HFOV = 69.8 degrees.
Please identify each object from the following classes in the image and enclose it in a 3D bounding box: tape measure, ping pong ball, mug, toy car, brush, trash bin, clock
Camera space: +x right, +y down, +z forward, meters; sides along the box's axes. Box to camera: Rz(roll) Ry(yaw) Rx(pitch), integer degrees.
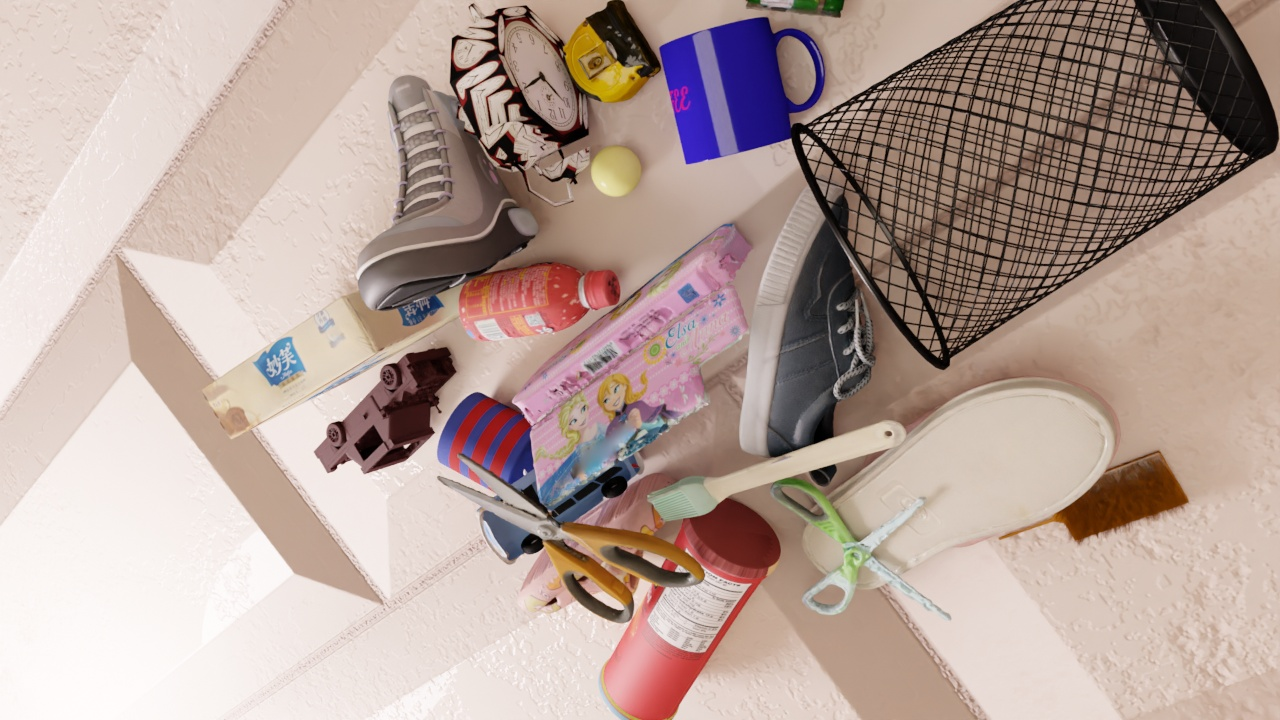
[{"bbox_3d":[-0.026,-0.231,0.703,0.064,0.037,0.065,-29,95,29],"label":"tape measure"},{"bbox_3d":[-0.019,-0.150,0.727,0.040,0.040,0.040,8,111,22],"label":"ping pong ball"},{"bbox_3d":[0.077,-0.195,0.653,0.111,0.079,0.083,-15,103,-1],"label":"mug"},{"bbox_3d":[-0.071,0.112,0.797,0.056,0.153,0.055,63,162,-18],"label":"toy car"},{"bbox_3d":[0.099,0.085,0.701,0.218,0.012,0.033,-23,114,30],"label":"brush"},{"bbox_3d":[-0.135,0.090,0.854,0.076,0.074,0.112,26,143,14],"label":"mug"},{"bbox_3d":[0.328,0.111,0.675,0.127,0.017,0.048,-30,94,30],"label":"brush"},{"bbox_3d":[0.230,-0.126,0.552,0.211,0.183,0.184,-32,93,24],"label":"trash bin"},{"bbox_3d":[-0.241,0.058,0.883,0.170,0.070,0.062,-40,77,30],"label":"toy car"},{"bbox_3d":[-0.092,-0.186,0.700,0.065,0.114,0.154,-20,82,29],"label":"clock"}]

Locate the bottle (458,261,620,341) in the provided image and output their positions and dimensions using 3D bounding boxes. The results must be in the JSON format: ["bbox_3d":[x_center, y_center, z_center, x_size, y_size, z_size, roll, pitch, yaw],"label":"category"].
[{"bbox_3d":[-0.083,-0.052,0.779,0.138,0.061,0.062,-6,105,26],"label":"bottle"}]

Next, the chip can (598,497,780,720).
[{"bbox_3d":[0.038,0.225,0.809,0.087,0.086,0.214,32,119,11],"label":"chip can"}]

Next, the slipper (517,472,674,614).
[{"bbox_3d":[-0.029,0.180,0.824,0.081,0.093,0.198,46,119,-7],"label":"slipper"}]

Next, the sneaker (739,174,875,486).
[{"bbox_3d":[0.133,-0.016,0.679,0.087,0.089,0.236,17,121,20],"label":"sneaker"}]

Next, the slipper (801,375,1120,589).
[{"bbox_3d":[0.229,0.093,0.691,0.114,0.054,0.275,47,132,-1],"label":"slipper"}]

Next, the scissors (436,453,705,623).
[{"bbox_3d":[-0.051,0.138,0.725,0.176,0.016,0.225,-23,122,34],"label":"scissors"}]

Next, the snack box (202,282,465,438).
[{"bbox_3d":[-0.267,-0.013,0.823,0.208,0.153,0.055,-26,97,30],"label":"snack box"}]

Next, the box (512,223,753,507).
[{"bbox_3d":[-0.013,-0.002,0.716,0.231,0.160,0.062,-35,121,30],"label":"box"}]

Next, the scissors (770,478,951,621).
[{"bbox_3d":[0.171,0.152,0.724,0.171,0.021,0.173,39,130,8],"label":"scissors"}]

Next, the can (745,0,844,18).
[{"bbox_3d":[0.110,-0.292,0.603,0.067,0.067,0.121,14,114,20],"label":"can"}]

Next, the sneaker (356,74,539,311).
[{"bbox_3d":[-0.160,-0.134,0.677,0.093,0.256,0.160,-20,100,11],"label":"sneaker"}]
